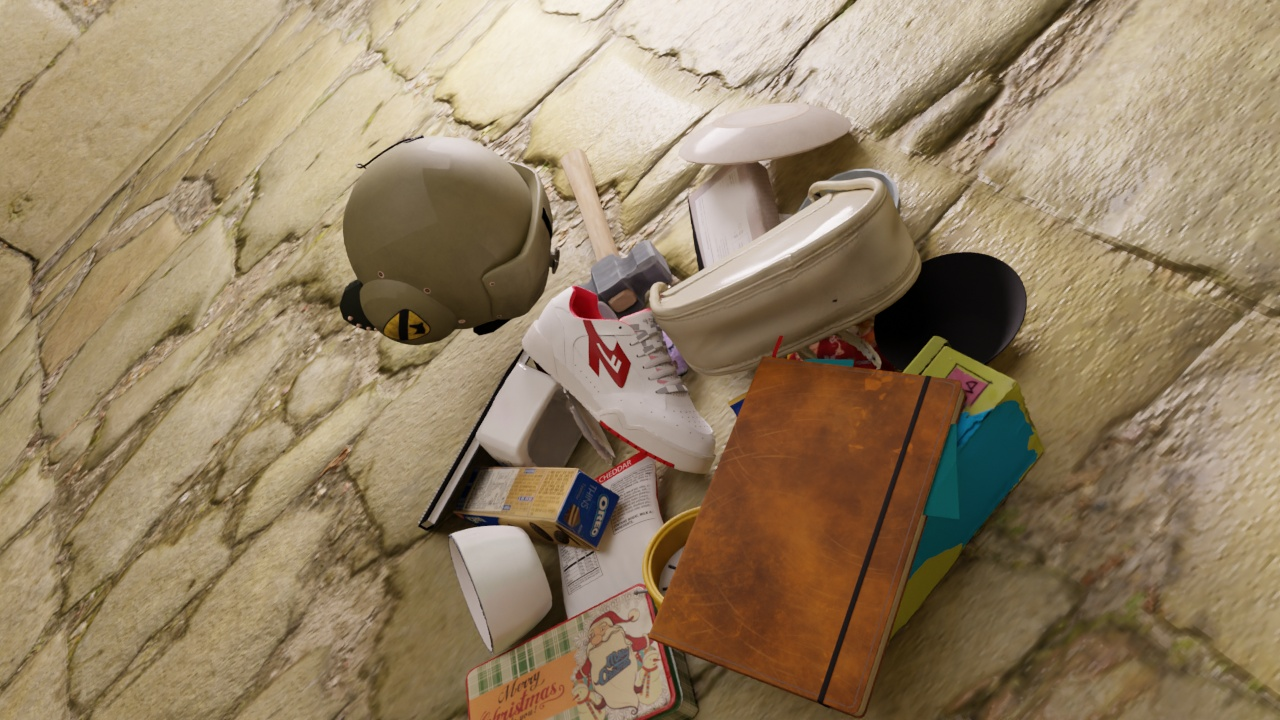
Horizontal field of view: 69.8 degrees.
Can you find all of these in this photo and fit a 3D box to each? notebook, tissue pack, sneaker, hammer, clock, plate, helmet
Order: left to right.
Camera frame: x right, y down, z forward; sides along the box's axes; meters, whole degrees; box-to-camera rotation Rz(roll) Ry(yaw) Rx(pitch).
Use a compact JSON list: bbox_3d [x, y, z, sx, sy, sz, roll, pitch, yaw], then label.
[{"bbox_3d":[-0.211,-0.132,1.052,0.233,0.255,0.249,-21,50,28],"label":"helmet"},{"bbox_3d":[-0.180,0.087,0.992,0.206,0.016,0.149,-62,9,-18],"label":"notebook"},{"bbox_3d":[-0.055,-0.169,1.133,0.117,0.051,0.322,-33,42,13],"label":"hammer"},{"bbox_3d":[-0.006,0.006,0.884,0.236,0.090,0.104,40,104,30],"label":"sneaker"},{"bbox_3d":[0.073,0.168,0.758,0.151,0.052,0.113,-29,41,-16],"label":"clock"},{"bbox_3d":[0.113,-0.127,0.968,0.104,0.071,0.181,-36,41,31],"label":"tissue pack"},{"bbox_3d":[0.132,-0.253,0.996,0.189,0.027,0.188,-10,25,5],"label":"plate"},{"bbox_3d":[0.125,0.101,0.639,0.179,0.014,0.248,8,65,39],"label":"notebook"}]

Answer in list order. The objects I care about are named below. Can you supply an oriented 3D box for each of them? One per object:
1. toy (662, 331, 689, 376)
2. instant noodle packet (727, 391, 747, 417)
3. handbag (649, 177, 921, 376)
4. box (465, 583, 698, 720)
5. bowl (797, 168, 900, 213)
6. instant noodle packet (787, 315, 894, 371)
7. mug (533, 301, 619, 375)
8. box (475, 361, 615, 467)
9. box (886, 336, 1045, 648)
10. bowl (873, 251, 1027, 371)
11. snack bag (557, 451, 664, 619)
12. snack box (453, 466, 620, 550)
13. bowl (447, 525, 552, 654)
[{"bbox_3d":[0.037,-0.025,0.959,0.080,0.036,0.099,-10,53,37],"label":"toy"},{"bbox_3d":[0.135,0.066,0.778,0.087,0.026,0.134,-29,51,11],"label":"instant noodle packet"},{"bbox_3d":[0.127,-0.060,0.817,0.229,0.132,0.183,-30,23,10],"label":"handbag"},{"bbox_3d":[-0.056,0.286,0.789,0.206,0.050,0.117,-30,44,17],"label":"box"},{"bbox_3d":[0.210,-0.137,0.911,0.106,0.039,0.106,-20,49,24],"label":"bowl"},{"bbox_3d":[0.177,0.013,0.825,0.099,0.039,0.135,-9,55,27],"label":"instant noodle packet"},{"bbox_3d":[-0.064,-0.001,0.995,0.083,0.073,0.105,-23,60,22],"label":"mug"},{"bbox_3d":[-0.076,0.077,0.928,0.130,0.110,0.102,22,70,25],"label":"box"},{"bbox_3d":[0.195,0.105,0.683,0.221,0.124,0.082,-52,46,-4],"label":"box"},{"bbox_3d":[0.266,-0.026,0.775,0.124,0.052,0.123,-20,49,24],"label":"bowl"},{"bbox_3d":[-0.028,0.162,0.864,0.131,0.039,0.143,-33,43,20],"label":"snack bag"},{"bbox_3d":[-0.106,0.141,0.894,0.207,0.057,0.056,-8,52,53],"label":"snack box"},{"bbox_3d":[-0.127,0.204,0.846,0.065,0.116,0.116,-19,39,-20],"label":"bowl"}]
